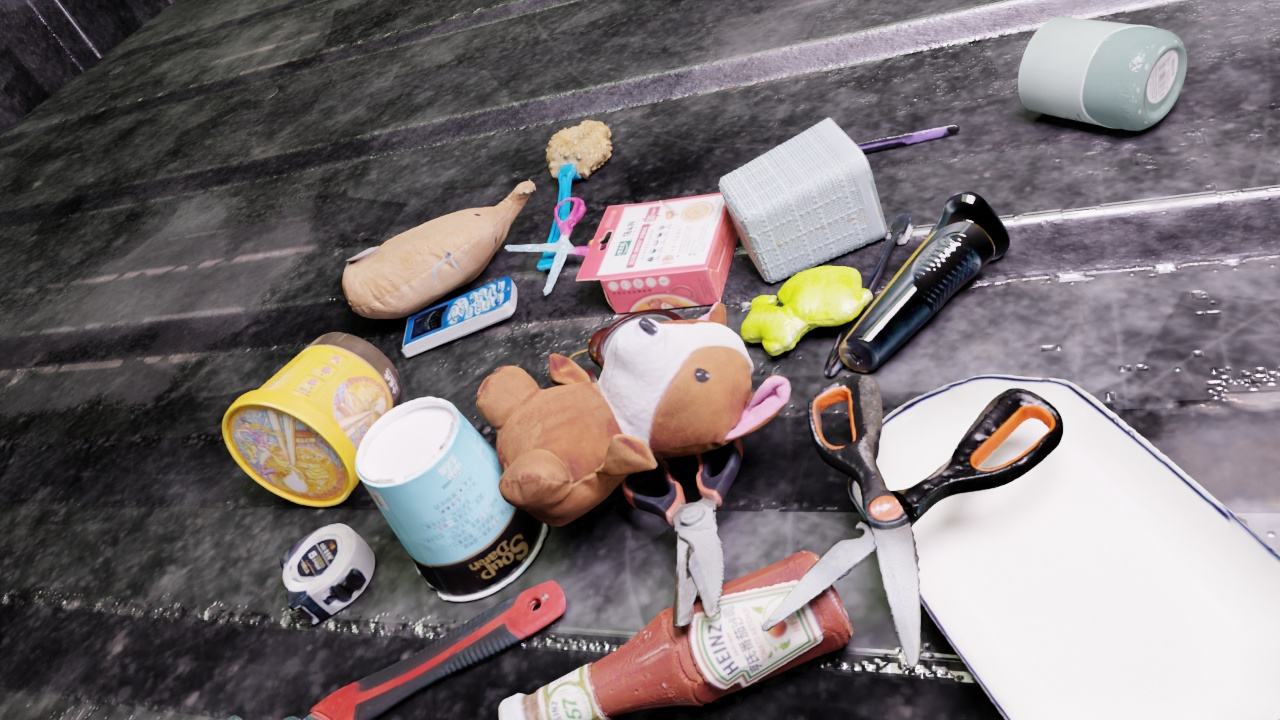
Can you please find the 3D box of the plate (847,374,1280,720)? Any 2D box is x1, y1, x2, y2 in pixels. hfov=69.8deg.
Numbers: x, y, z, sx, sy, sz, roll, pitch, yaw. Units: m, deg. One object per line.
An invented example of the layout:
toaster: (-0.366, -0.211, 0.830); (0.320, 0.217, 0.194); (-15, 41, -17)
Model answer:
plate: (0.229, 0.107, 0.510); (0.162, 0.034, 0.265); (-27, 39, -2)

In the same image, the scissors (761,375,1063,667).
scissors: (0.152, 0.071, 0.527); (0.227, 0.022, 0.220); (-20, 33, -2)

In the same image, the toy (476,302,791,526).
toy: (-0.008, 0.026, 0.623); (0.199, 0.131, 0.140); (-19, 47, -8)

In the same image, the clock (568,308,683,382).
clock: (-0.004, 0.004, 0.732); (0.122, 0.055, 0.081); (-6, 43, 18)

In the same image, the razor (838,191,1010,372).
razor: (0.211, -0.056, 0.696); (0.167, 0.062, 0.068); (-45, 12, -15)

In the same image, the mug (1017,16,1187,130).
mug: (0.403, -0.245, 0.784); (0.111, 0.082, 0.106); (-10, 28, -34)

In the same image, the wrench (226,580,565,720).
wrench: (-0.174, 0.218, 0.616); (0.273, 0.016, 0.056); (-25, 39, 1)

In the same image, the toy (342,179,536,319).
toy: (-0.200, -0.113, 0.946); (0.226, 0.082, 0.143); (-28, 24, -4)

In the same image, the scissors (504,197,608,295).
scissors: (-0.071, -0.116, 0.915); (0.133, 0.017, 0.134); (1, 56, 13)

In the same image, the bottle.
bottle: (0.018, 0.173, 0.528); (0.206, 0.060, 0.059); (-24, 39, 2)

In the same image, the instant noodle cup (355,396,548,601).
instant noodle cup: (-0.138, 0.091, 0.654); (0.111, 0.120, 0.111); (-15, 40, 13)

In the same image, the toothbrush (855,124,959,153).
toothbrush: (0.210, -0.205, 0.888); (0.189, 0.014, 0.016); (-8, 30, 20)

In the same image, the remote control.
remote control: (-0.178, -0.042, 0.902); (0.125, 0.024, 0.049); (-20, 39, 13)

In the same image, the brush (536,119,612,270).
brush: (-0.079, -0.182, 1.003); (0.083, 0.046, 0.254); (-7, 46, 15)

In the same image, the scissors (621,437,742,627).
scissors: (0.023, 0.100, 0.595); (0.199, 0.015, 0.204); (-3, 30, 46)

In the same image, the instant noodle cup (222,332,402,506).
instant noodle cup: (-0.274, 0.045, 0.790); (0.119, 0.118, 0.114); (-5, 36, 24)

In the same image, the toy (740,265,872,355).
toy: (0.130, -0.044, 0.728); (0.100, 0.031, 0.097); (-44, 37, -11)

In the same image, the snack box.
snack box: (0.019, -0.099, 0.845); (0.127, 0.044, 0.113); (-3, 45, 24)

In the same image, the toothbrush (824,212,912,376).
toothbrush: (0.183, -0.054, 0.731); (0.016, 0.018, 0.180); (5, 49, 39)

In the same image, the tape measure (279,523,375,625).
tape measure: (-0.238, 0.160, 0.702); (0.066, 0.033, 0.065); (-31, 41, -3)

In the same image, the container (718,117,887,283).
container: (0.136, -0.134, 0.789); (0.111, 0.090, 0.090); (-25, 38, 5)
